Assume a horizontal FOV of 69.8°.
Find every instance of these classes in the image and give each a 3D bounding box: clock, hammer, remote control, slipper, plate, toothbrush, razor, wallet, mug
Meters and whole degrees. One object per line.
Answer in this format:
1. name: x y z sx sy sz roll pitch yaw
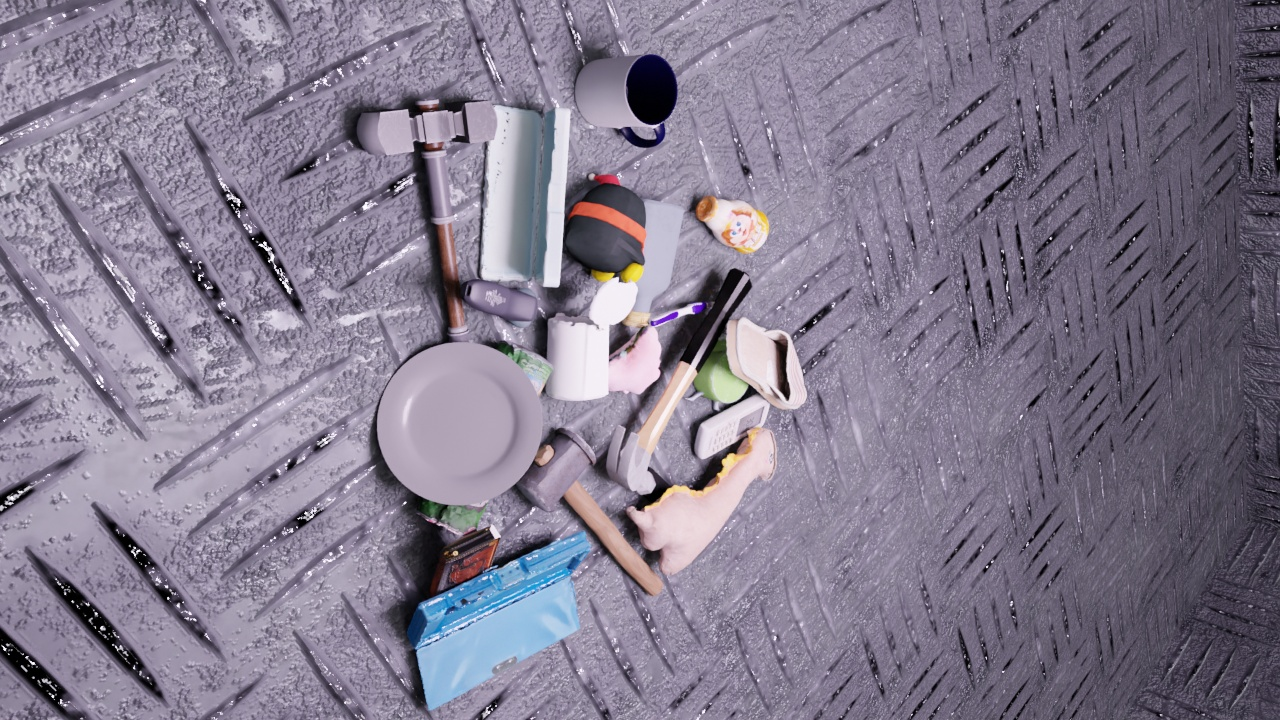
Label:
1. clock: 0.119 0.011 1.302 0.094 0.043 0.119 19 88 -42
2. hammer: -0.210 -0.117 1.000 0.155 0.043 0.323 -19 115 -36
3. remote control: 0.134 0.094 1.334 0.138 0.025 0.060 -25 140 -33
4. slipper: 0.190 0.007 1.301 0.262 0.052 0.115 28 58 -57
5. plate: -0.197 0.069 1.008 0.178 0.012 0.178 1 83 -5
6. toothbrush: 0.072 -0.071 1.238 0.186 0.015 0.016 -20 110 -48
7. razor: -0.157 -0.067 1.016 0.142 0.052 0.047 15 86 -73
8. wallet: -0.203 0.236 1.053 0.072 0.019 0.123 -23 154 -33
9. hammer: -0.050 0.221 1.213 0.097 0.052 0.328 -49 130 -20
10. mug: -0.011 -0.301 1.080 0.078 0.097 0.112 -43 125 -24
11. remote control: 0.041 0.202 1.302 0.034 0.013 0.150 -54 129 -15
12. hammer: 0.056 0.022 1.218 0.327 0.039 0.131 -59 155 -12

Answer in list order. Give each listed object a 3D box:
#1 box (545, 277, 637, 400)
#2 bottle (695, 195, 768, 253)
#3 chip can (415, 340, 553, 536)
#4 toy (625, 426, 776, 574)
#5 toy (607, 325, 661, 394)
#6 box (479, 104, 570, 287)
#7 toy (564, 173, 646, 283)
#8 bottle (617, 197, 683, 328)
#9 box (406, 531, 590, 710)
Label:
1. box: -0.059 -0.026 1.095 0.084 0.119 0.160 -8 103 -41
2. bottle: 0.123 -0.188 1.243 0.108 0.063 0.063 19 88 -41
3. chip can: -0.175 0.087 1.053 0.075 0.075 0.223 31 81 -40
4. toy: 0.098 0.176 1.287 0.263 0.065 0.196 -48 134 -20
5. toy: -0.007 0.007 1.186 0.102 0.050 0.093 -40 143 2
6. box: -0.136 -0.185 1.034 0.096 0.086 0.199 4 97 -13
7. toy: -0.036 -0.163 1.095 0.099 0.098 0.119 28 80 -36
8. bottle: 0.008 -0.122 1.172 0.072 0.046 0.161 3 102 -40
9. box: -0.172 0.307 1.125 0.231 0.066 0.173 -18 130 -36
